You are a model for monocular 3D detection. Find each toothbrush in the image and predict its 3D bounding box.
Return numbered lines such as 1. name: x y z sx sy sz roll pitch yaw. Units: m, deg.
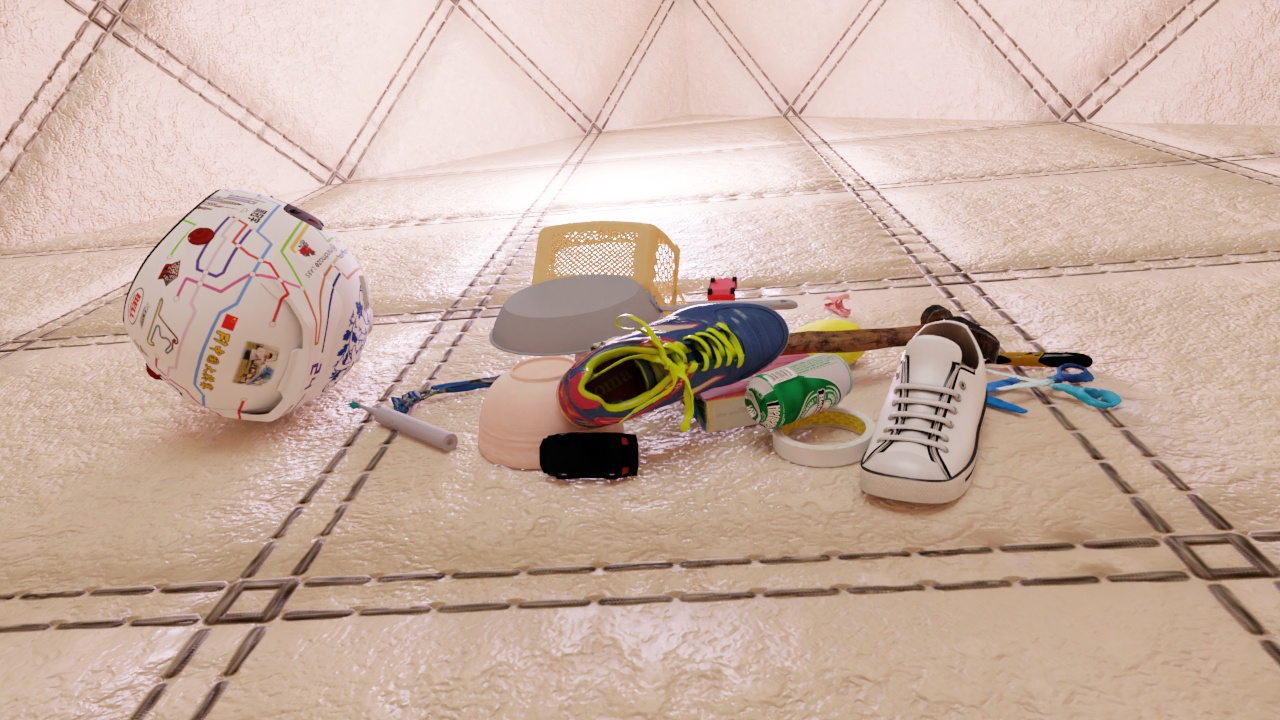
1. toothbrush: -0.258 0.065 0.977 0.188 0.018 0.019 14 26 41

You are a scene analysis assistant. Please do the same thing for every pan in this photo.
1. pan: 0.002 -0.062 1.052 0.356 0.051 0.200 -8 21 0

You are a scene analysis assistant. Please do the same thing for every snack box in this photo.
1. snack box: 0.113 0.021 0.968 0.142 0.040 0.145 -10 21 -11

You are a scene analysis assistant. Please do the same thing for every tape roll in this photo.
1. tape roll: 0.170 0.070 0.854 0.094 0.019 0.094 -5 21 2

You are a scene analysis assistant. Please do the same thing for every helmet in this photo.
1. helmet: -0.432 -0.062 1.059 0.236 0.231 0.314 23 19 -16

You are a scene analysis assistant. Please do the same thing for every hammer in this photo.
1. hammer: 0.207 -0.017 0.958 0.330 0.033 0.120 -5 21 -15

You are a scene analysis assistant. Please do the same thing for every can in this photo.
1. can: 0.148 0.028 0.864 0.101 0.053 0.053 -18 24 -28

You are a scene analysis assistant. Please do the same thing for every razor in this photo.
1. razor: 0.405 0.001 0.979 0.144 0.021 0.044 1 22 11
2. razor: -0.214 0.032 1.052 0.140 0.018 0.044 -12 21 -17

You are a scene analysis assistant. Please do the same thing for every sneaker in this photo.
1. sneaker: 0.257 0.032 0.812 0.091 0.097 0.244 6 29 29
2. sneaker: 0.042 0.003 0.850 0.241 0.116 0.091 -21 -9 -18

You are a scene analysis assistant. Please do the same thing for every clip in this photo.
1. clip: 0.259 -0.080 1.206 0.023 0.045 0.060 -7 34 -12

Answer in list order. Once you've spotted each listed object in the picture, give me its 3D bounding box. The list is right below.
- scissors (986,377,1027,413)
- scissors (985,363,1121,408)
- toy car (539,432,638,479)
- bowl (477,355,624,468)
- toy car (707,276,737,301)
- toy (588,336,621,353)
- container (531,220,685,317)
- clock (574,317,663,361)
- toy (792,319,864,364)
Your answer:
1. scissors: 0.331 0.034 0.922 0.125 0.014 0.130 -14 25 -18
2. scissors: 0.411 0.021 0.920 0.129 0.014 0.118 11 24 25
3. toy car: -0.046 0.086 0.838 0.092 0.042 0.036 -1 -1 11
4. bowl: -0.093 0.041 0.917 0.153 0.076 0.152 -4 21 2
5. toy car: 0.117 -0.099 1.304 0.038 0.025 0.089 -2 20 10
6. toy: -0.006 0.006 0.961 0.096 0.109 0.041 0 58 2
7. container: -0.041 -0.107 1.233 0.183 0.129 0.167 0 -19 16
8. clock: -0.012 -0.018 1.077 0.117 0.059 0.157 15 29 41
9. toy: 0.212 -0.019 1.050 0.094 0.041 0.095 -20 25 -20
